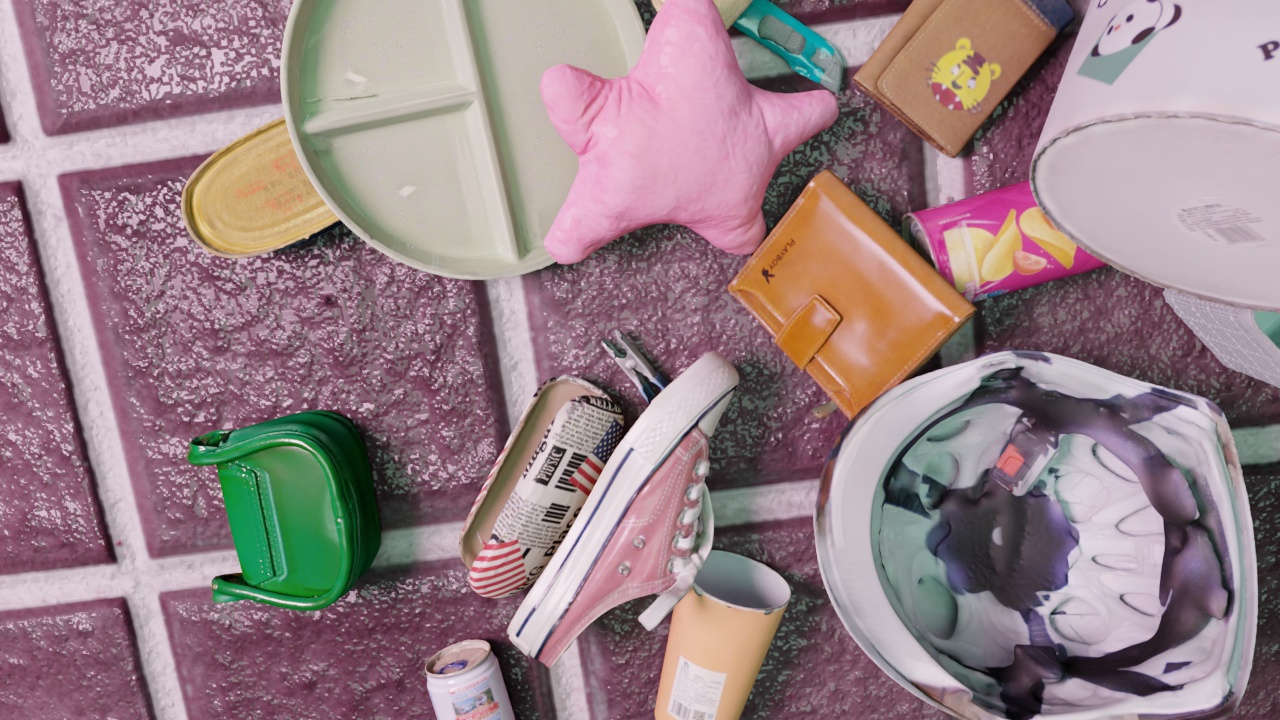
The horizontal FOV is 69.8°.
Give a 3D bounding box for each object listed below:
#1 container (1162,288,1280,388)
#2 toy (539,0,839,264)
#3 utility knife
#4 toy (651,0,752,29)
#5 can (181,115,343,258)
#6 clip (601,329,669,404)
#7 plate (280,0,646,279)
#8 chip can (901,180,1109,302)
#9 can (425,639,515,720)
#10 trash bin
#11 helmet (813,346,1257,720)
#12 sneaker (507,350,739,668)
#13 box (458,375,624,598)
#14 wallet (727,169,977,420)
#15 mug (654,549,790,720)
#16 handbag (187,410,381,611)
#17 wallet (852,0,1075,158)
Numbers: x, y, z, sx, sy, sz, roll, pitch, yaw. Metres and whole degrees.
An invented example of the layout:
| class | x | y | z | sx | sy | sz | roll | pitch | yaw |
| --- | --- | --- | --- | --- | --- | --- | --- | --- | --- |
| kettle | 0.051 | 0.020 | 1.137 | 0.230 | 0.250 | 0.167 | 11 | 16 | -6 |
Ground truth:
| class | x | y | z | sx | sy | sz | roll | pitch | yaw |
| --- | --- | --- | --- | --- | --- | --- | --- | --- | --- |
| container | 0.407 | -0.036 | 0.575 | 0.090 | 0.111 | 0.090 | -44 | 96 | 8 |
| toy | 0.032 | -0.142 | 0.563 | 0.194 | 0.074 | 0.179 | -6 | 125 | -17 |
| utility knife | 0.069 | -0.226 | 0.597 | 0.157 | 0.013 | 0.029 | 31 | 92 | -4 |
| toy | 0.074 | -0.262 | 0.564 | 0.157 | 0.066 | 0.105 | -44 | 80 | 1 |
| can | -0.224 | -0.118 | 0.606 | 0.148 | 0.049 | 0.074 | -25 | 99 | 6 |
| clip | -0.004 | 0.004 | 0.637 | 0.038 | 0.026 | 0.058 | -37 | 97 | 15 |
| plate | -0.102 | -0.165 | 0.571 | 0.230 | 0.027 | 0.230 | -6 | 108 | -19 |
| chip can | 0.281 | -0.091 | 0.588 | 0.210 | 0.071 | 0.071 | -15 | 100 | 4 |
| can | -0.116 | 0.278 | 0.676 | 0.053 | 0.053 | 0.134 | -14 | 100 | 4 |
| trash bin | 0.334 | -0.175 | 0.458 | 0.229 | 0.230 | 0.251 | 28 | 83 | -4 |
| helmet | 0.232 | 0.116 | 0.583 | 0.259 | 0.146 | 0.228 | 0 | 76 | 4 |
| sneaker | 0.007 | 0.109 | 0.611 | 0.088 | 0.118 | 0.241 | 33 | 94 | 8 |
| box | -0.064 | 0.094 | 0.627 | 0.075 | 0.082 | 0.163 | 28 | 98 | -19 |
| wallet | 0.128 | -0.036 | 0.593 | 0.130 | 0.035 | 0.119 | 49 | 118 | 19 |
| mug | 0.052 | 0.207 | 0.650 | 0.078 | 0.078 | 0.123 | 13 | 105 | -1 |
| handbag | -0.249 | 0.106 | 0.639 | 0.120 | 0.068 | 0.131 | -8 | 100 | 4 |
| wallet | 0.206 | -0.202 | 0.591 | 0.090 | 0.033 | 0.115 | 37 | 103 | -6 |
